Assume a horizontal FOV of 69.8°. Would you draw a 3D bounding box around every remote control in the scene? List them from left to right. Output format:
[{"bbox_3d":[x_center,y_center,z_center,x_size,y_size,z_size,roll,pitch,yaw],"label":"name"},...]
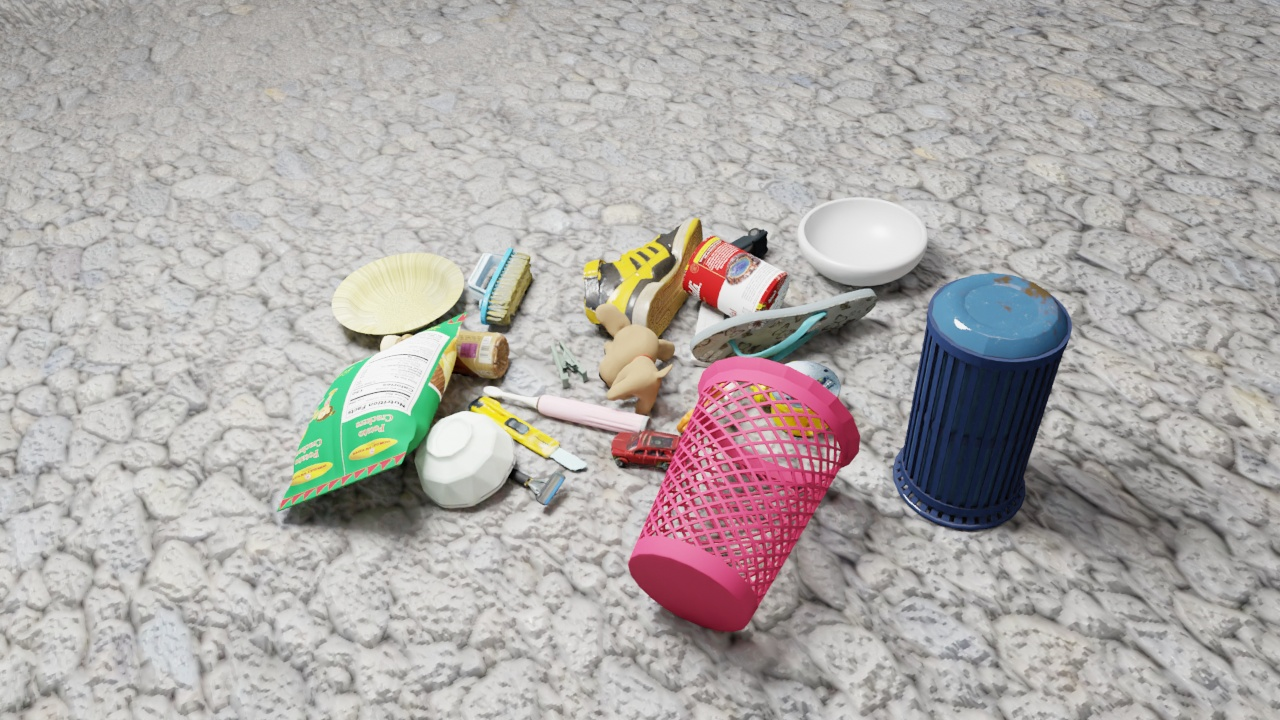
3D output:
[{"bbox_3d":[0.091,-0.039,1.224,0.033,0.012,0.130,9,44,5],"label":"remote control"}]

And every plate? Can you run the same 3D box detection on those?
[{"bbox_3d":[-0.340,-0.084,1.304,0.184,0.036,0.184,-3,42,3],"label":"plate"}]

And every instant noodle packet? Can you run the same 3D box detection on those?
[{"bbox_3d":[-0.311,0.055,1.081,0.196,0.090,0.252,-21,34,27],"label":"instant noodle packet"}]

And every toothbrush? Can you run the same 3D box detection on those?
[{"bbox_3d":[-0.093,0.059,1.127,0.223,0.026,0.027,12,64,19],"label":"toothbrush"}]

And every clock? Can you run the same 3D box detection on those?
[{"bbox_3d":[0.186,0.038,1.096,0.083,0.057,0.119,-28,47,-22],"label":"clock"}]

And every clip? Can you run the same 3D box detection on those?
[{"bbox_3d":[-0.090,0.001,1.194,0.050,0.023,0.078,-8,44,-5],"label":"clip"}]

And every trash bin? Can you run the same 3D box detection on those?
[{"bbox_3d":[0.343,0.040,0.933,0.139,0.250,0.139,-3,42,3],"label":"trash bin"}]

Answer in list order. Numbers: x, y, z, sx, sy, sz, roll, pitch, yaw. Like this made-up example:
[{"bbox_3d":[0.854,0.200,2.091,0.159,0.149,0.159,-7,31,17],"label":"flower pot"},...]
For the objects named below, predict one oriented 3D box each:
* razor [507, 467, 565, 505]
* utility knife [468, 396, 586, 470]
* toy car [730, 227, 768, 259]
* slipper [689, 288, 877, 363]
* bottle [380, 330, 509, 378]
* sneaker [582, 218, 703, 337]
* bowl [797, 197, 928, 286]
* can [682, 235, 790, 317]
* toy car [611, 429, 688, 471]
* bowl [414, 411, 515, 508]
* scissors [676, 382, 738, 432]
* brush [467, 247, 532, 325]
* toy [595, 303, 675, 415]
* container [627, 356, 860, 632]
[{"bbox_3d":[-0.150,0.129,1.062,0.144,0.022,0.042,19,58,32],"label":"razor"},{"bbox_3d":[-0.138,0.088,1.112,0.191,0.018,0.030,29,61,28],"label":"utility knife"},{"bbox_3d":[0.142,-0.150,1.318,0.112,0.046,0.034,-30,46,-23],"label":"toy car"},{"bbox_3d":[0.186,-0.028,1.159,0.268,0.098,0.054,-14,66,-21],"label":"slipper"},{"bbox_3d":[-0.257,-0.011,1.198,0.166,0.060,0.059,4,43,12],"label":"bottle"},{"bbox_3d":[0.001,-0.122,1.272,0.122,0.086,0.237,10,42,20],"label":"sneaker"},{"bbox_3d":[0.309,-0.156,1.289,0.176,0.066,0.176,-3,42,3],"label":"bowl"},{"bbox_3d":[0.127,-0.103,1.222,0.116,0.087,0.086,31,53,21],"label":"can"},{"bbox_3d":[0.010,0.103,1.064,0.091,0.036,0.042,2,43,16],"label":"toy car"},{"bbox_3d":[-0.207,0.104,1.046,0.117,0.061,0.117,-10,48,11],"label":"bowl"},{"bbox_3d":[0.090,0.041,1.080,0.011,0.126,0.127,49,31,14],"label":"scissors"},{"bbox_3d":[-0.205,-0.100,1.291,0.075,0.055,0.135,8,44,8],"label":"brush"},{"bbox_3d":[-0.007,0.007,1.132,0.106,0.134,0.108,-42,39,23],"label":"toy"},{"bbox_3d":[0.094,0.140,0.922,0.183,0.183,0.225,17,54,23],"label":"container"}]
